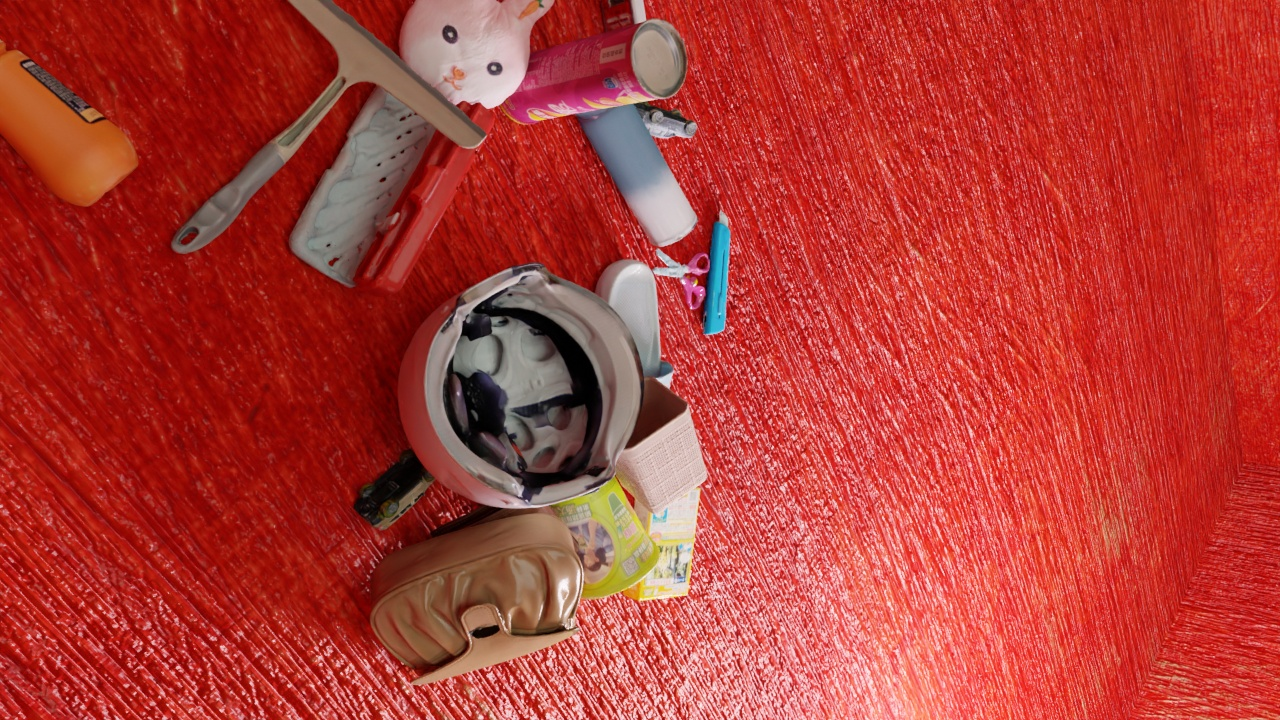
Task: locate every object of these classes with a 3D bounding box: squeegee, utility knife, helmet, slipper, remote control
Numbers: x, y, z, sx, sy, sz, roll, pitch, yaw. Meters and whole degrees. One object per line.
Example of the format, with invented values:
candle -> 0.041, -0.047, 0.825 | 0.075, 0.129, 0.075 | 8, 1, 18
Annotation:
squeegee -> -0.303, -0.181, 0.776 | 0.246, 0.039, 0.246 | 40, 78, -10
utility knife -> 0.100, -0.112, 1.177 | 0.034, 0.018, 0.159 | 4, 91, -42
helmet -> -0.128, 0.034, 0.892 | 0.257, 0.146, 0.229 | -30, 100, -51
slipper -> -0.006, 0.006, 1.055 | 0.103, 0.074, 0.245 | -1, 94, -43
remote control -> -0.016, -0.361, 1.017 | 0.020, 0.056, 0.136 | -23, 110, -41

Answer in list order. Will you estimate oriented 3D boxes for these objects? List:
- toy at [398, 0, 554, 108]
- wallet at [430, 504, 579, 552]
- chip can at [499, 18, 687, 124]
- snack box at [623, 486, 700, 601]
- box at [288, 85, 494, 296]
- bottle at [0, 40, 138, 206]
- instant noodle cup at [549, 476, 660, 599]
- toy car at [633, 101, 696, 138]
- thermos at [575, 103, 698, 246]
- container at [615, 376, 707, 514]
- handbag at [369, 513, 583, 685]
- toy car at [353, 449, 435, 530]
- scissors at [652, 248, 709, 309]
toy -> -0.153, -0.317, 0.869 | 0.121, 0.054, 0.159 | 30, 98, -29
wallet -> -0.138, 0.189, 0.944 | 0.124, 0.032, 0.101 | -28, 120, 1
chip can -> -0.053, -0.275, 0.887 | 0.071, 0.211, 0.071 | -6, 99, -43
snack box -> 0.027, 0.223, 1.140 | 0.086, 0.034, 0.140 | 6, 89, -43
box -> -0.228, -0.164, 0.828 | 0.101, 0.095, 0.201 | 33, 74, -29
bottle -> -0.436, -0.181, 0.652 | 0.149, 0.067, 0.066 | 50, 62, -25
instant noodle cup -> -0.050, 0.181, 1.018 | 0.111, 0.112, 0.123 | -32, 108, -36
toy car -> 0.026, -0.280, 1.076 | 0.090, 0.043, 0.034 | 3, 120, -40
thermos -> -0.011, -0.232, 1.031 | 0.070, 0.070, 0.220 | -50, 124, -27
container -> 0.011, 0.095, 0.997 | 0.090, 0.090, 0.111 | -33, 127, -17
handbag -> -0.153, 0.236, 0.889 | 0.204, 0.099, 0.148 | -16, 120, -8
toy car -> -0.231, 0.123, 0.884 | 0.090, 0.042, 0.035 | -45, 145, -24
scissors -> 0.052, -0.116, 1.115 | 0.137, 0.017, 0.083 | 35, 71, -55
